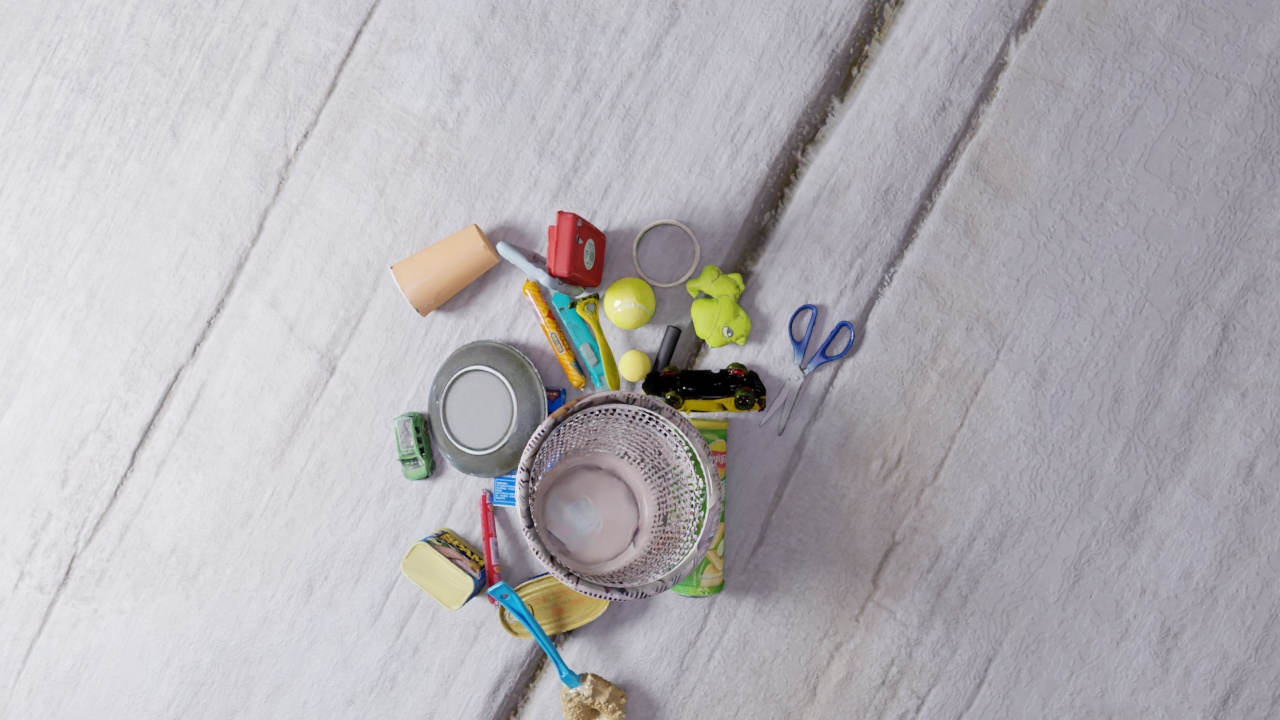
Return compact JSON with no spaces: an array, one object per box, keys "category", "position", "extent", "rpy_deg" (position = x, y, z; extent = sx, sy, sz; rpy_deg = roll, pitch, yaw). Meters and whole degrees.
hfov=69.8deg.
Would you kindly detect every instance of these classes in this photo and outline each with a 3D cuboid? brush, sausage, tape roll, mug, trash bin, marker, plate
[{"category":"brush","position":[-0.104,0.370,1.137],"extent":[0.083,0.045,0.254],"rpy_deg":[-31,104,17]},{"category":"sausage","position":[-0.111,-0.033,1.182],"extent":[0.021,0.021,0.165],"rpy_deg":[-28,87,6]},{"category":"tape roll","position":[0.032,-0.135,1.167],"extent":[0.086,0.014,0.086],"rpy_deg":[0,90,7]},{"category":"sausage","position":[-0.192,0.239,1.174],"extent":[0.020,0.020,0.155],"rpy_deg":[-13,68,7]},{"category":"mug","position":[-0.248,-0.120,1.177],"extent":[0.123,0.078,0.078],"rpy_deg":[-32,86,1]},{"category":"trash bin","position":[-0.041,0.167,1.068],"extent":[0.227,0.192,0.227],"rpy_deg":[4,73,-13]},{"category":"marker","position":[0.022,0.019,1.164],"extent":[0.020,0.022,0.132],"rpy_deg":[18,93,-30]},{"category":"plate","position":[-0.202,0.063,1.171],"extent":[0.180,0.024,0.179],"rpy_deg":[0,90,23]}]

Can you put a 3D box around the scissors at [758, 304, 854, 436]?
[{"category":"scissors","position":[0.209,0.015,1.145],"extent":[0.141,0.012,0.171],"rpy_deg":[-5,91,8]}]

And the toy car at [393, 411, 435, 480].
[{"category":"toy car","position":[-0.299,0.113,1.201],"extent":[0.043,0.036,0.091],"rpy_deg":[-12,92,6]}]

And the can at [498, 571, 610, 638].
[{"category":"can","position":[-0.105,0.304,1.167],"extent":[0.148,0.049,0.074],"rpy_deg":[-19,87,7]}]

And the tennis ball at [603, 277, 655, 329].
[{"category":"tennis ball","position":[-0.013,-0.071,1.147],"extent":[0.065,0.065,0.065],"rpy_deg":[0,90,7]}]

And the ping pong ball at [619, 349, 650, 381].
[{"category":"ping pong ball","position":[-0.007,0.007,1.159],"extent":[0.040,0.040,0.040],"rpy_deg":[0,90,7]}]

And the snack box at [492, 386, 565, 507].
[{"category":"snack box","position":[-0.143,0.111,1.183],"extent":[0.084,0.026,0.157],"rpy_deg":[3,90,9]}]

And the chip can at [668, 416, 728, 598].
[{"category":"chip can","position":[0.071,0.180,1.133],"extent":[0.072,0.072,0.221],"rpy_deg":[2,90,7]}]

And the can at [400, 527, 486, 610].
[{"category":"can","position":[-0.245,0.265,1.169],"extent":[0.102,0.083,0.057],"rpy_deg":[36,94,6]}]

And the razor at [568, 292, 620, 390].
[{"category":"razor","position":[-0.050,-0.019,1.165],"extent":[0.043,0.028,0.132],"rpy_deg":[-18,88,-25]}]

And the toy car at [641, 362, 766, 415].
[{"category":"toy car","position":[0.078,0.037,1.129],"extent":[0.156,0.071,0.041],"rpy_deg":[0,123,-4]}]

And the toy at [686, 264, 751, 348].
[{"category":"toy","position":[0.097,-0.065,1.150],"extent":[0.097,0.031,0.100],"rpy_deg":[21,88,7]}]

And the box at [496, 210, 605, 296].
[{"category":"box","position":[-0.107,-0.124,1.090],"extent":[0.099,0.201,0.095],"rpy_deg":[6,92,7]}]

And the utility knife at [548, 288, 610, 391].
[{"category":"utility knife","position":[-0.076,-0.028,1.181],"extent":[0.029,0.013,0.164],"rpy_deg":[-29,86,1]}]
